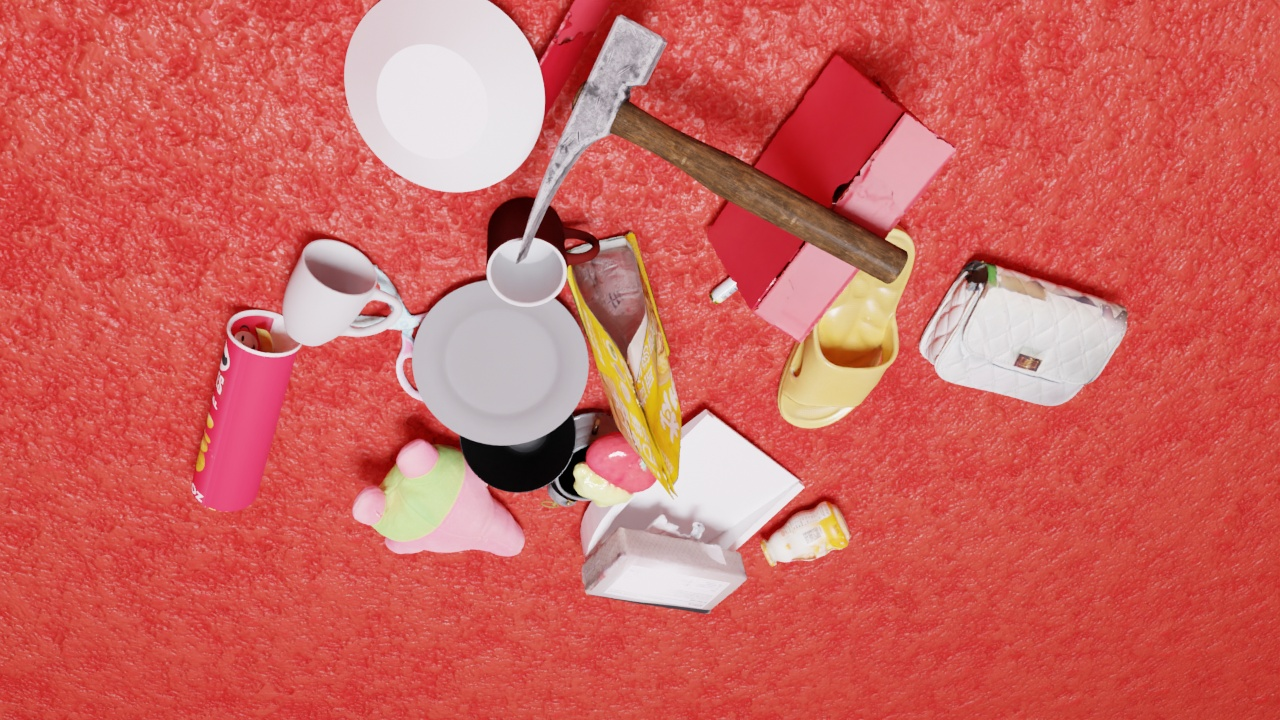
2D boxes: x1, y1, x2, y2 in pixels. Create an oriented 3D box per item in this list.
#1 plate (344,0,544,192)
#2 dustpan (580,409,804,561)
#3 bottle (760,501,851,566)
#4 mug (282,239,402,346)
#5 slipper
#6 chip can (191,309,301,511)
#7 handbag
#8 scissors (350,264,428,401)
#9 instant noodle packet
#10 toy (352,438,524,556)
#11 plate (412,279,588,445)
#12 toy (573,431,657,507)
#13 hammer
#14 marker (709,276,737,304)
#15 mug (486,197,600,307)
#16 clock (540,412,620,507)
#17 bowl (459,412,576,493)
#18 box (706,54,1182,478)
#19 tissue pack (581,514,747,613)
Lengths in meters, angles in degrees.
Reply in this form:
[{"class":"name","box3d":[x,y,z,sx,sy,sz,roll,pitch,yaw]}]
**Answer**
[{"class":"plate","box3d":[-0.170,-0.220,0.771,0.174,0.036,0.174,3,119,4]},{"class":"dustpan","box3d":[0.046,0.195,1.103,0.258,0.053,0.191,-39,126,20]},{"class":"bottle","box3d":[0.206,0.221,1.150,0.108,0.063,0.063,-26,125,11]},{"class":"mug","box3d":[-0.287,-0.052,0.881,0.107,0.071,0.090,22,128,-27]},{"class":"slipper","box3d":[0.224,-0.020,0.971,0.099,0.078,0.264,4,124,-13]},{"class":"chip can","box3d":[-0.407,0.056,0.941,0.069,0.069,0.221,17,122,-19]},{"class":"handbag","box3d":[0.416,-0.024,0.998,0.194,0.072,0.139,12,122,-17]},{"class":"scissors","box3d":[-0.227,-0.023,0.944,0.170,0.013,0.176,1,125,-9]},{"class":"instant noodle packet","box3d":[-0.005,0.005,0.868,0.084,0.221,0.163,-16,127,-1]},{"class":"toy","box3d":[-0.213,0.165,1.040,0.192,0.096,0.236,-40,135,10]},{"class":"plate","box3d":[-0.142,0.003,0.940,0.178,0.012,0.178,-1,109,-3]},{"class":"toy","box3d":[-0.016,0.107,0.986,0.091,0.045,0.135,29,115,-32]},{"class":"hammer","box3d":[0.063,-0.113,0.759,0.300,0.037,0.218,29,109,0]},{"class":"marker","box3d":[0.129,-0.106,0.932,0.147,0.017,0.017,-39,122,18]},{"class":"mug","box3d":[-0.091,-0.105,0.861,0.105,0.082,0.073,-9,126,-2]},{"class":"clock","box3d":[-0.065,0.119,1.042,0.104,0.056,0.148,27,113,-34]},{"class":"bowl","box3d":[-0.129,0.077,0.993,0.124,0.052,0.124,0,92,2]},{"class":"box","box3d":[0.254,-0.083,0.826,0.374,0.147,0.213,35,115,0]},{"class":"tissue pack","box3d":[0.031,0.240,1.083,0.181,0.071,0.104,19,128,-26]}]
